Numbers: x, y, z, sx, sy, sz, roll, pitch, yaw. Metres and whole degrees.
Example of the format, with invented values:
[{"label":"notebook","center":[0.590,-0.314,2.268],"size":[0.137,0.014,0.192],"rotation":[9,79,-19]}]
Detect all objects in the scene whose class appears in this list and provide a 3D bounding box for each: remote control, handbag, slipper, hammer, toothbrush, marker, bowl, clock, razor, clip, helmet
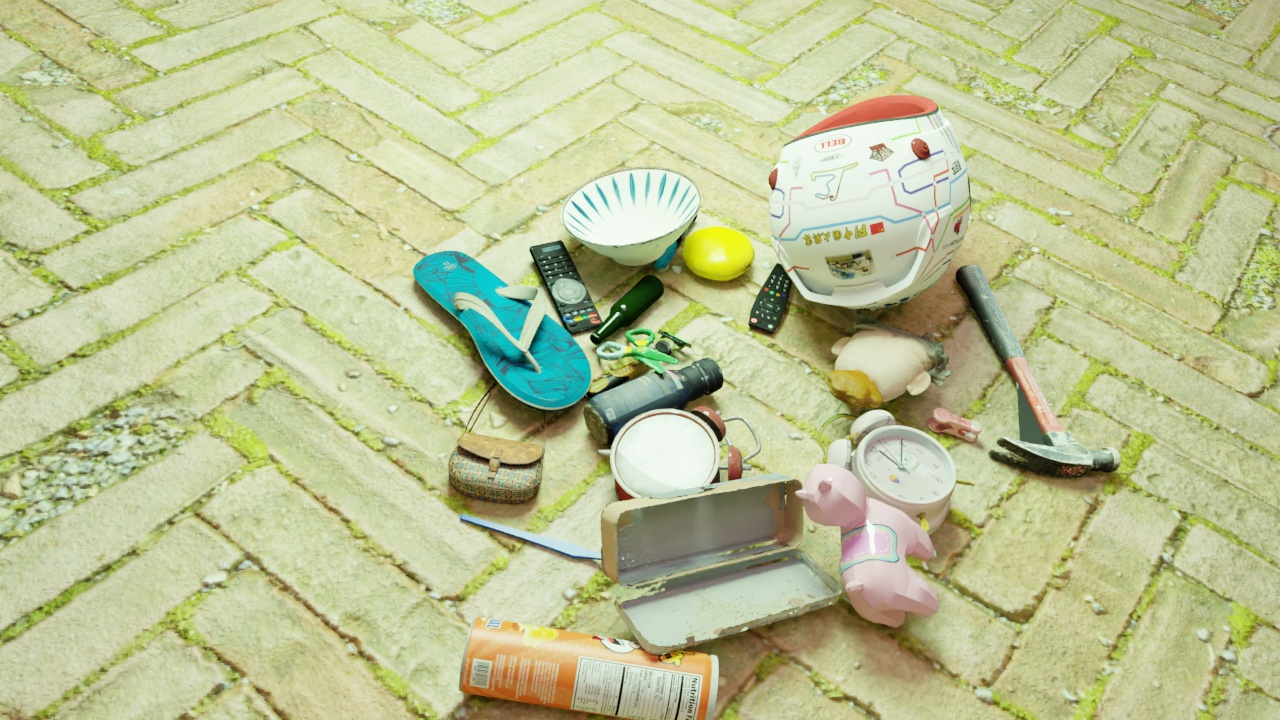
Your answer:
[{"label":"remote control","center":[-0.092,-0.089,1.118],"size":[0.045,0.021,0.140],"rotation":[-15,58,-20]},{"label":"handbag","center":[-0.137,0.061,0.967],"size":[0.093,0.043,0.195],"rotation":[10,44,0]},{"label":"slipper","center":[-0.154,-0.055,1.042],"size":[0.118,0.060,0.295],"rotation":[-20,50,-39]},{"label":"hammer","center":[0.446,0.002,1.114],"size":[0.140,0.036,0.325],"rotation":[1,48,-11]},{"label":"remote control","center":[0.167,-0.079,1.156],"size":[0.039,0.010,0.124],"rotation":[20,49,9]},{"label":"toothbrush","center":[-0.087,0.178,0.890],"size":[0.187,0.011,0.016],"rotation":[14,48,7]},{"label":"marker","center":[0.049,-0.158,1.202],"size":[0.015,0.018,0.122],"rotation":[22,49,13]},{"label":"bowl","center":[-0.007,-0.169,1.156],"size":[0.177,0.071,0.177],"rotation":[-6,42,6]},{"label":"clock","center":[0.045,0.104,0.934],"size":[0.156,0.062,0.109],"rotation":[-21,54,-9]},{"label":"razor","center":[-0.006,0.006,1.046],"size":[0.143,0.021,0.044],"rotation":[-31,42,-32]},{"label":"clip","center":[0.356,0.078,1.046],"size":[0.059,0.039,0.022],"rotation":[18,45,13]},{"label":"helmet","center":[0.281,-0.183,1.120],"size":[0.231,0.236,0.313],"rotation":[-7,19,28]},{"label":"clock","center":[0.258,0.113,0.967],"size":[0.158,0.059,0.116],"rotation":[38,53,24]}]

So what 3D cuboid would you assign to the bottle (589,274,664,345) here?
[{"label":"bottle","center":[-0.018,-0.058,1.093],"size":[0.033,0.033,0.122],"rotation":[32,52,18]}]

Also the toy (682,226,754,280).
[{"label":"toy","center":[0.100,-0.139,1.180],"size":[0.094,0.041,0.095],"rotation":[26,50,20]}]

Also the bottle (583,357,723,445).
[{"label":"bottle","center":[0.017,0.041,0.995],"size":[0.160,0.056,0.056],"rotation":[-22,56,-26]}]

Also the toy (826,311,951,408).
[{"label":"toy","center":[0.272,0.011,1.046],"size":[0.133,0.076,0.175],"rotation":[25,39,36]}]

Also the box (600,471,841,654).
[{"label":"box","center":[0.078,0.179,0.837],"size":[0.216,0.121,0.094],"rotation":[-6,5,-31]}]

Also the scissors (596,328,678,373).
[{"label":"scissors","center":[-0.007,-0.005,1.023],"size":[0.078,0.013,0.132],"rotation":[-21,26,-11]}]

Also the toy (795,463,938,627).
[{"label":"toy","center":[0.211,0.172,0.862],"size":[0.157,0.067,0.123],"rotation":[37,43,-22]}]

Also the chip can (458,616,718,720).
[{"label":"chip can","center":[-0.043,0.266,0.780],"size":[0.210,0.062,0.062],"rotation":[9,48,-1]}]
